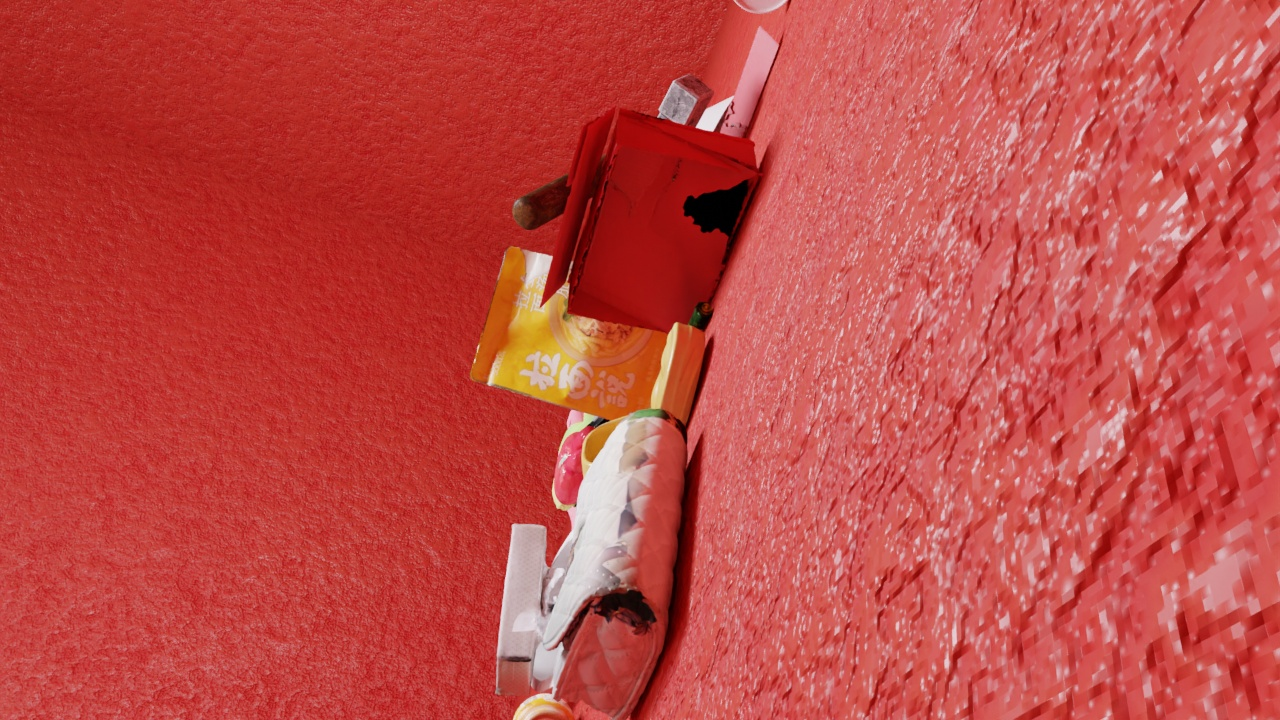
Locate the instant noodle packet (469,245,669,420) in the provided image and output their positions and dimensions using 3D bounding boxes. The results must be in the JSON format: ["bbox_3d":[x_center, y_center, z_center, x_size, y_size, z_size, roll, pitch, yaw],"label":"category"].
[{"bbox_3d":[-0.068,-0.024,1.047,0.084,0.221,0.163,-171,97,-84],"label":"instant noodle packet"}]

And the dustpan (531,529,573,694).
[{"bbox_3d":[-0.084,0.281,1.052,0.258,0.053,0.191,109,171,-59],"label":"dustpan"}]

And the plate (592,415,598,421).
[{"bbox_3d":[-0.007,0.007,1.185,0.178,0.012,0.178,-56,4,5],"label":"plate"}]

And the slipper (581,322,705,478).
[{"bbox_3d":[-0.012,0.084,0.825,0.099,0.078,0.264,-86,14,-67],"label":"slipper"}]

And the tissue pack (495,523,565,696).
[{"bbox_3d":[-0.130,0.288,1.075,0.181,0.071,0.104,-85,3,-48],"label":"tissue pack"}]

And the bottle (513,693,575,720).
[{"bbox_3d":[-0.095,0.362,0.905,0.109,0.063,0.063,116,170,-75],"label":"bottle"}]

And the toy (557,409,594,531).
[{"bbox_3d":[-0.068,0.168,1.295,0.192,0.096,0.236,130,144,-61],"label":"toy"}]

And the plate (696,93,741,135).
[{"bbox_3d":[0.073,-0.261,1.154,0.173,0.036,0.174,-62,-7,-14],"label":"plate"}]

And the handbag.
[{"bbox_3d":[-0.016,0.137,0.639,0.194,0.072,0.139,-79,8,-59],"label":"handbag"}]

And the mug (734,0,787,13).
[{"bbox_3d":[0.148,-0.443,0.997,0.111,0.074,0.090,-38,24,35],"label":"mug"}]

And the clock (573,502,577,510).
[{"bbox_3d":[-0.047,0.169,1.141,0.148,0.056,0.103,118,160,-50],"label":"clock"}]

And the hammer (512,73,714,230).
[{"bbox_3d":[-0.047,-0.167,0.949,0.299,0.037,0.218,-42,-12,-50],"label":"hammer"}]

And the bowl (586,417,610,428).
[{"bbox_3d":[-0.036,0.095,1.191,0.124,0.052,0.124,-39,2,2],"label":"bowl"}]

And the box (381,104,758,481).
[{"bbox_3d":[-0.053,-0.063,0.773,0.373,0.148,0.213,-41,-19,-43],"label":"box"}]

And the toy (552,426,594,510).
[{"bbox_3d":[-0.077,0.126,1.086,0.135,0.045,0.091,115,166,-52],"label":"toy"}]

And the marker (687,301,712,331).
[{"bbox_3d":[0.044,-0.014,0.897,0.147,0.017,0.017,113,173,-60],"label":"marker"}]
